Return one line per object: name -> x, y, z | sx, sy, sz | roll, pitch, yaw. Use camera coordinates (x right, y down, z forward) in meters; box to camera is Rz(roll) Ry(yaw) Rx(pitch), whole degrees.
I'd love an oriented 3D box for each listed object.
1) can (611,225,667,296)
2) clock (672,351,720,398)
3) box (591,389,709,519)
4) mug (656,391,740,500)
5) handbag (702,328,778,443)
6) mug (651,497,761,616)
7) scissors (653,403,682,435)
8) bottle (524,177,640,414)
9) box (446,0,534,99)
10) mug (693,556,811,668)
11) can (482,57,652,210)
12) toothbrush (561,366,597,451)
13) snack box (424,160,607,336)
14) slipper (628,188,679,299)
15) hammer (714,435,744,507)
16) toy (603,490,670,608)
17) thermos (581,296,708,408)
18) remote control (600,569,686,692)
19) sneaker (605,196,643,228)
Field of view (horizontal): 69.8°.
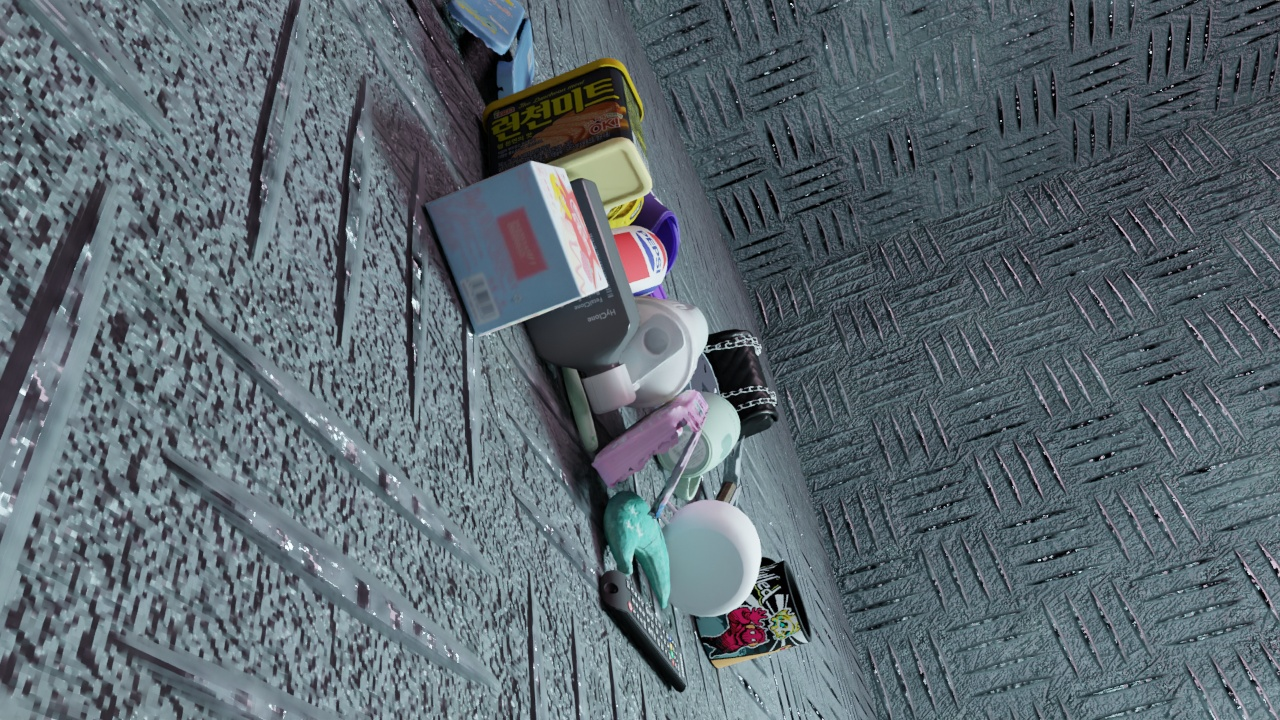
can -> -0.028, -0.085, 0.841 | 0.131, 0.070, 0.070 | -27, 98, -64
clock -> 0.063, 0.037, 1.153 | 0.122, 0.045, 0.159 | 52, 29, -48
box -> 0.025, 0.077, 0.785 | 0.071, 0.085, 0.230 | 57, 6, 2
mug -> 0.058, 0.100, 1.018 | 0.103, 0.084, 0.111 | -37, 135, -70
handbag -> 0.113, 0.030, 1.253 | 0.115, 0.125, 0.153 | 48, 25, -63
mug -> 0.052, 0.167, 0.817 | 0.115, 0.094, 0.068 | 48, 12, 4
scissors -> -0.009, 0.003, 0.923 | 0.170, 0.013, 0.176 | 65, 22, 8
bottle -> -0.048, -0.045, 0.713 | 0.046, 0.084, 0.174 | -40, 111, -78
box -> -0.131, -0.309, 0.883 | 0.209, 0.043, 0.125 | -94, 162, -59
mug -> 0.112, 0.246, 0.935 | 0.117, 0.098, 0.082 | -88, 156, -62
can -> -0.061, -0.174, 0.759 | 0.072, 0.131, 0.101 | 56, 21, -51
toothbrush -> -0.059, 0.002, 0.753 | 0.022, 0.015, 0.154 | -1, 66, -41
snack box -> -0.079, -0.077, 0.623 | 0.094, 0.079, 0.093 | -45, 115, -78
slipper -> 0.014, -0.133, 1.083 | 0.266, 0.084, 0.107 | 67, 13, 16
hammer -> 0.082, 0.188, 1.036 | 0.316, 0.028, 0.147 | -29, 123, -75
toy -> -0.001, 0.147, 0.736 | 0.105, 0.033, 0.085 | 53, 21, -51
thermos -> 0.013, -0.013, 0.845 | 0.220, 0.099, 0.099 | -30, 100, -77
remote control -> 0.006, 0.209, 0.702 | 0.033, 0.015, 0.147 | -98, 164, -47
sneaker -> -0.049, -0.160, 0.891 | 0.122, 0.086, 0.238 | 57, 13, -36
